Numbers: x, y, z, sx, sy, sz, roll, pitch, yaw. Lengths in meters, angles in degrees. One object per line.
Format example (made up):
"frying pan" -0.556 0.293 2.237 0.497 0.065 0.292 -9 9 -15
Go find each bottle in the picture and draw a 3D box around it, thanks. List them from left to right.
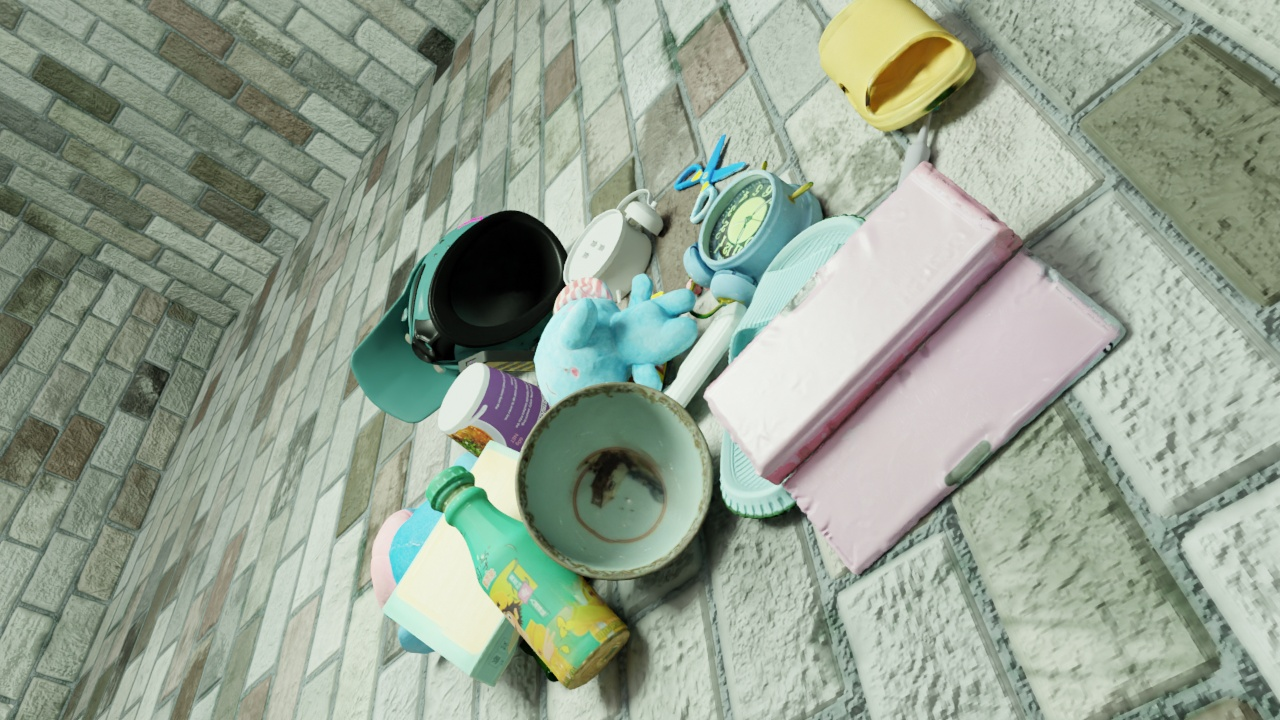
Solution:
"bottle" -0.101 0.172 0.764 0.209 0.068 0.068 43 101 22
"bottle" -0.096 0.248 0.830 0.033 0.033 0.123 -56 30 1

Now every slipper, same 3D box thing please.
"slipper" 0.113 -0.009 0.728 0.116 0.069 0.275 -9 55 46
"slipper" 0.214 -0.292 0.850 0.100 0.078 0.263 -45 27 21

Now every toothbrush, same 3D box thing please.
"toothbrush" 0.224 -0.148 0.757 0.019 0.018 0.187 -2 59 44

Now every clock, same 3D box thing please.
"clock" -0.033 -0.139 1.088 0.120 0.061 0.159 -8 56 53
"clock" 0.100 -0.106 0.861 0.162 0.060 0.118 -57 31 7

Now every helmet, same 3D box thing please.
"helmet" -0.215 -0.058 1.132 0.201 0.176 0.273 -33 13 51

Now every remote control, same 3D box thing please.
"remote control" -0.134 0.002 1.040 0.058 0.133 0.013 -20 76 48
"remote control" 0.051 0.005 0.825 0.134 0.022 0.050 -55 5 24

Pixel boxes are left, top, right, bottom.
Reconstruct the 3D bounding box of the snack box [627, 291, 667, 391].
"snack box" -0.006 0.005 0.941 0.075 0.025 0.152 -25 42 43

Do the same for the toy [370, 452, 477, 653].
"toy" -0.238 0.207 1.016 0.192 0.099 0.223 -22 54 53

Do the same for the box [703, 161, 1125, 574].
"box" 0.166 0.003 0.612 0.233 0.040 0.179 -49 55 15

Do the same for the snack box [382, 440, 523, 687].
"snack box" -0.139 0.181 0.854 0.142 0.044 0.193 17 69 42

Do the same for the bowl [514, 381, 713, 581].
"bowl" -0.019 0.107 0.770 0.094 0.160 0.159 82 -149 -71

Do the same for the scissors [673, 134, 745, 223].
"scissors" 0.075 -0.207 1.044 0.126 0.013 0.126 -10 57 54

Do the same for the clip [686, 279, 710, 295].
"clip" 0.062 -0.090 0.943 0.045 0.023 0.059 -37 40 28

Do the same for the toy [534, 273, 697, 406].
"toy" -0.031 -0.018 0.873 0.181 0.114 0.183 -23 54 32

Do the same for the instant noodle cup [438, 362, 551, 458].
"instant noodle cup" -0.147 0.073 0.986 0.122 0.122 0.136 -10 53 52

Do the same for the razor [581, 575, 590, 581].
"razor" -0.029 0.149 0.840 0.144 0.021 0.044 -60 11 -8
